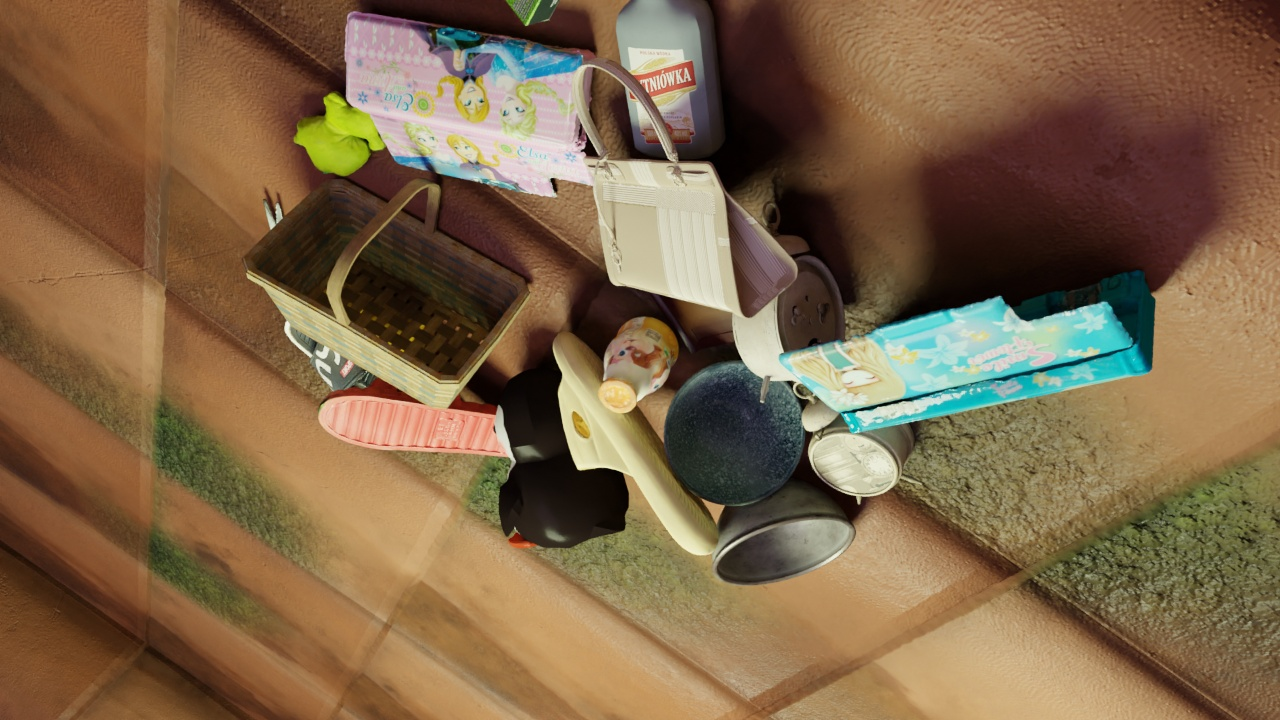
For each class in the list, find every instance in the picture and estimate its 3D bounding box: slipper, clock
[{"bbox_3d":[-0.326,0.028,1.110,0.264,0.062,0.111,35,137,-3],"label":"slipper"},{"bbox_3d":[0.115,-0.052,0.755,0.061,0.103,0.157,-4,100,42],"label":"clock"},{"bbox_3d":[-0.233,0.057,1.040,0.248,0.059,0.104,8,139,-15],"label":"slipper"},{"bbox_3d":[0.187,0.071,0.837,0.141,0.054,0.093,46,136,-15],"label":"clock"},{"bbox_3d":[-0.024,0.089,0.886,0.079,0.111,0.261,-38,77,5],"label":"slipper"}]

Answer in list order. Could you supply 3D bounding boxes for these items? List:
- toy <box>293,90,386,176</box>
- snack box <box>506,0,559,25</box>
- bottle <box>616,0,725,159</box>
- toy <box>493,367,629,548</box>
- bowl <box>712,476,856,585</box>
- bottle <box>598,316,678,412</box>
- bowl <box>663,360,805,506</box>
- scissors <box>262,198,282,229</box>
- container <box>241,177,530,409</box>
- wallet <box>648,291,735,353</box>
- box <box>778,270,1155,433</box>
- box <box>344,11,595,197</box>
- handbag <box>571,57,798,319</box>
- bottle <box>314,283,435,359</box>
[{"bbox_3d":[-0.292,-0.219,0.890,0.094,0.036,0.094,24,131,2],"label":"toy"},{"bbox_3d":[-0.101,-0.325,0.653,0.147,0.025,0.080,53,140,5],"label":"snack box"},{"bbox_3d":[0.020,-0.232,0.678,0.072,0.046,0.161,10,131,25],"label":"bottle"},{"bbox_3d":[-0.085,0.098,0.972,0.140,0.158,0.184,-1,109,47],"label":"toy"},{"bbox_3d":[0.134,0.163,0.917,0.145,0.067,0.145,-10,144,-7],"label":"bowl"},{"bbox_3d":[-0.005,0.005,0.853,0.063,0.108,0.063,10,123,16],"label":"bottle"},{"bbox_3d":[0.084,0.066,0.880,0.137,0.137,0.057,44,176,-10],"label":"bowl"},{"bbox_3d":[-0.422,-0.119,1.072,0.118,0.014,0.161,-2,129,32],"label":"scissors"},{"bbox_3d":[-0.246,-0.082,0.900,0.250,0.157,0.187,29,148,6],"label":"container"},{"bbox_3d":[0.065,-0.054,0.831,0.116,0.018,0.091,-16,118,42],"label":"wallet"},{"bbox_3d":[0.240,-0.001,0.670,0.228,0.169,0.085,-18,83,40],"label":"box"},{"bbox_3d":[-0.148,-0.209,0.794,0.231,0.062,0.161,16,134,19],"label":"box"},{"bbox_3d":[0.009,-0.138,0.699,0.176,0.062,0.198,20,145,53],"label":"handbag"},{"bbox_3d":[-0.319,-0.050,1.030,0.164,0.070,0.071,25,136,11],"label":"bottle"}]
